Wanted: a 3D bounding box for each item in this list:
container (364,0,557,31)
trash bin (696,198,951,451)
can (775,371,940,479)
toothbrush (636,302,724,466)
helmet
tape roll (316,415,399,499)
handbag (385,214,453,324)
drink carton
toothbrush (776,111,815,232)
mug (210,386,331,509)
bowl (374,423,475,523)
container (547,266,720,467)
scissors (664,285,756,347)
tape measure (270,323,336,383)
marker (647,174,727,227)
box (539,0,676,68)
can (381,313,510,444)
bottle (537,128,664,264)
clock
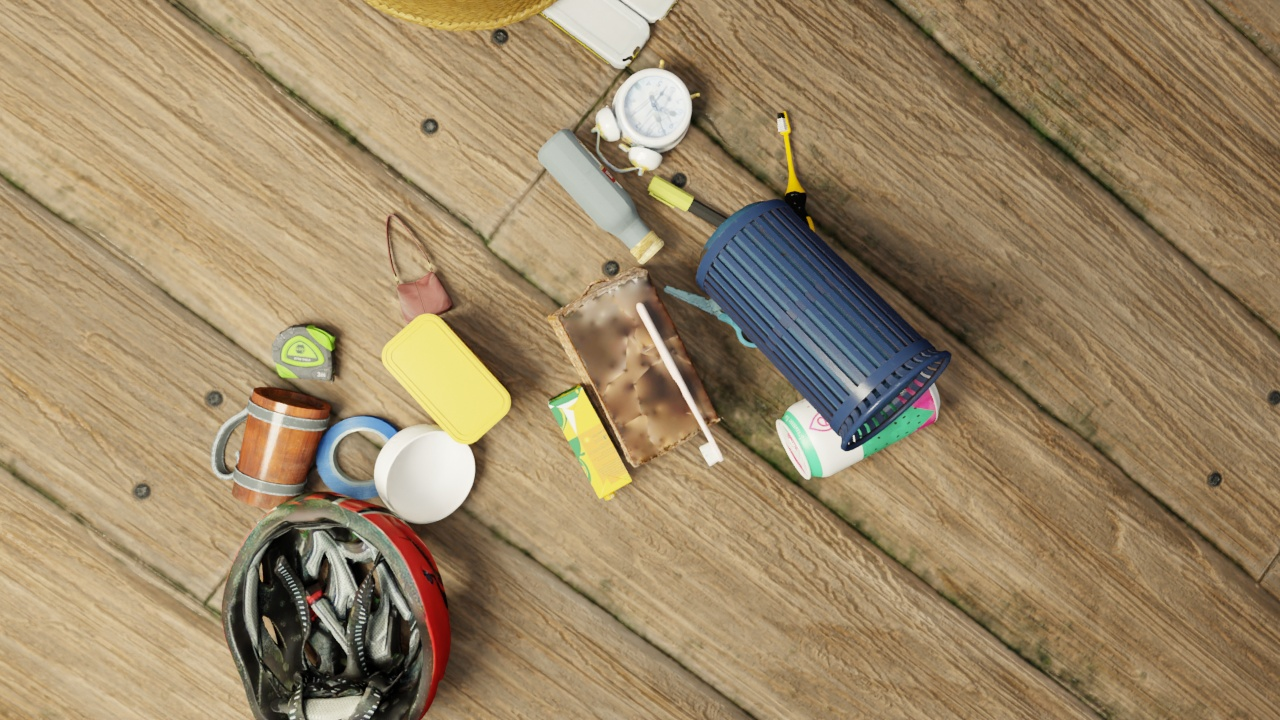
[{"bbox_3d":[-0.179,-0.494,0.885,0.307,0.196,0.307,0,90,-2],"label":"container"},{"bbox_3d":[0.177,-0.045,0.943,0.139,0.139,0.249,-39,69,-4],"label":"trash bin"},{"bbox_3d":[0.241,0.062,1.017,0.166,0.088,0.088,-26,95,-5],"label":"can"},{"bbox_3d":[0.037,0.024,0.918,0.018,0.015,0.181,-27,97,1],"label":"toothbrush"},{"bbox_3d":[-0.297,0.255,0.926,0.217,0.166,0.272,-5,102,8],"label":"helmet"},{"bbox_3d":[-0.302,0.105,0.997,0.091,0.016,0.093,44,87,-6],"label":"tape roll"},{"bbox_3d":[-0.249,-0.102,0.994,0.055,0.029,0.119,-22,89,-3],"label":"handbag"},{"bbox_3d":[-0.055,0.090,1.002,0.041,0.058,0.122,-28,95,-5],"label":"drink carton"},{"bbox_3d":[0.175,-0.183,1.033,0.030,0.031,0.196,-7,88,-51],"label":"toothbrush"},{"bbox_3d":[-0.394,0.087,0.964,0.117,0.081,0.111,18,94,17],"label":"mug"},{"bbox_3d":[-0.233,0.116,0.975,0.104,0.054,0.105,-14,113,-37],"label":"bowl"},{"bbox_3d":[-0.006,0.006,0.977,0.113,0.113,0.198,-29,96,-5],"label":"container"},{"bbox_3d":[0.090,-0.057,1.038,0.137,0.015,0.056,20,88,0],"label":"scissors"},{"bbox_3d":[-0.358,-0.010,0.979,0.065,0.036,0.059,8,100,-10],"label":"tape measure"},{"bbox_3d":[0.065,-0.167,1.026,0.124,0.017,0.021,28,122,-8],"label":"marker"},{"bbox_3d":[-0.066,-0.425,1.001,0.209,0.023,0.127,35,90,-5],"label":"box"},{"bbox_3d":[-0.198,0.017,0.963,0.072,0.101,0.131,-42,96,-3],"label":"can"},{"bbox_3d":[-0.040,-0.173,0.986,0.046,0.072,0.161,-43,96,2],"label":"bottle"},{"bbox_3d":[0.004,-0.260,1.000,0.089,0.052,0.125,40,91,-7],"label":"clock"}]
